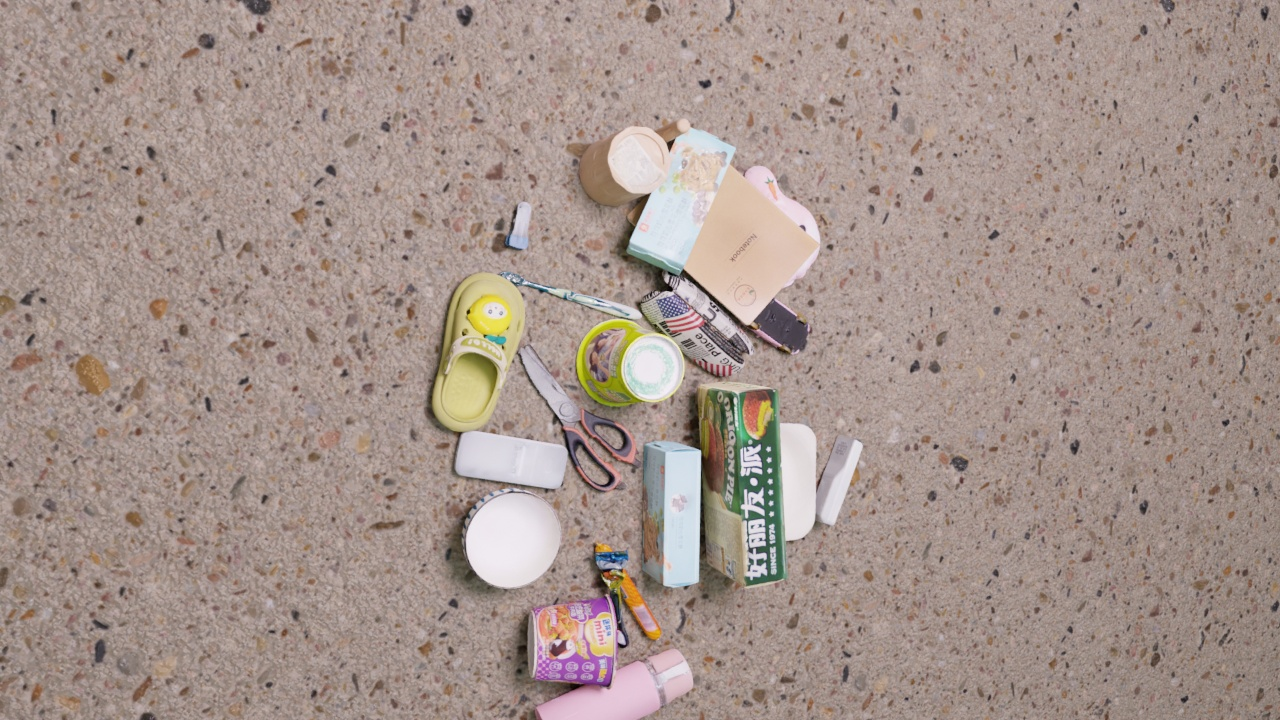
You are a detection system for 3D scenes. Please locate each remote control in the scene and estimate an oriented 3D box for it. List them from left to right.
[{"bbox_3d":[-0.157,0.121,1.118,0.136,0.020,0.056,11,88,-21],"label":"remote control"},{"bbox_3d":[0.269,0.165,1.271,0.024,0.049,0.125,23,85,-18],"label":"remote control"}]

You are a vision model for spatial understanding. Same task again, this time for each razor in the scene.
[{"bbox_3d":[-0.031,0.307,1.164,0.043,0.022,0.143,-3,110,10],"label":"razor"}]

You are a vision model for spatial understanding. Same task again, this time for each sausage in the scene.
[{"bbox_3d":[-0.015,0.298,1.183,0.021,0.021,0.165,-34,104,-16],"label":"sausage"}]

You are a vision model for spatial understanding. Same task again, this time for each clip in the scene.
[{"bbox_3d":[-0.145,-0.163,1.107,0.026,0.038,0.058,11,90,-20],"label":"clip"}]

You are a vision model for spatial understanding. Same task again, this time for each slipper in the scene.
[{"bbox_3d":[-0.184,-0.007,1.067,0.091,0.082,0.190,16,88,-24],"label":"slipper"}]

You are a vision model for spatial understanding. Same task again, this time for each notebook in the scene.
[{"bbox_3d":[0.107,-0.165,1.171,0.207,0.008,0.147,42,80,2],"label":"notebook"}]

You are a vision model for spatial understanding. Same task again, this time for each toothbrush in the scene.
[{"bbox_3d":[-0.083,-0.080,1.135,0.191,0.018,0.016,15,88,-21],"label":"toothbrush"}]

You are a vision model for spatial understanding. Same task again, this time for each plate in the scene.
[{"bbox_3d":[0.160,0.165,1.236,0.163,0.034,0.164,-1,93,-21],"label":"plate"}]

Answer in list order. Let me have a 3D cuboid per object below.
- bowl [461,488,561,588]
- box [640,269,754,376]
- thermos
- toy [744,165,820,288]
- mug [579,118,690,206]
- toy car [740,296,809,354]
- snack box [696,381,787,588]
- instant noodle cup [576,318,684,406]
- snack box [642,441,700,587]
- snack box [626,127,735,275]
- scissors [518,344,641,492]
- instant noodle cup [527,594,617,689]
[{"bbox_3d":[-0.159,0.207,1.098,0.116,0.066,0.116,-2,95,-21],"label":"bowl"},{"bbox_3d":[0.070,-0.039,1.179,0.087,0.076,0.163,-45,111,7],"label":"box"},{"bbox_3d":[-0.029,0.426,1.153,0.198,0.087,0.067,-18,71,-18],"label":"thermos"},{"bbox_3d":[0.168,-0.174,1.211,0.121,0.054,0.159,-37,98,-12],"label":"toy"},{"bbox_3d":[-0.004,-0.245,1.109,0.124,0.104,0.084,-39,105,-14],"label":"mug"},{"bbox_3d":[0.176,-0.053,1.229,0.122,0.037,0.056,32,84,-33],"label":"toy car"},{"bbox_3d":[0.124,0.149,1.142,0.063,0.114,0.240,-5,94,-19],"label":"snack box"},{"bbox_3d":[-0.007,0.006,1.113,0.111,0.123,0.111,-1,94,-22],"label":"instant noodle cup"},{"bbox_3d":[0.039,0.193,1.169,0.051,0.074,0.175,-1,93,-21],"label":"snack box"},{"bbox_3d":[0.050,-0.199,1.139,0.074,0.052,0.174,24,79,-3],"label":"snack box"},{"bbox_3d":[-0.074,0.063,1.150,0.185,0.015,0.208,-1,94,-20],"label":"scissors"},{"bbox_3d":[-0.085,0.344,1.118,0.099,0.111,0.111,2,92,-14],"label":"instant noodle cup"}]
